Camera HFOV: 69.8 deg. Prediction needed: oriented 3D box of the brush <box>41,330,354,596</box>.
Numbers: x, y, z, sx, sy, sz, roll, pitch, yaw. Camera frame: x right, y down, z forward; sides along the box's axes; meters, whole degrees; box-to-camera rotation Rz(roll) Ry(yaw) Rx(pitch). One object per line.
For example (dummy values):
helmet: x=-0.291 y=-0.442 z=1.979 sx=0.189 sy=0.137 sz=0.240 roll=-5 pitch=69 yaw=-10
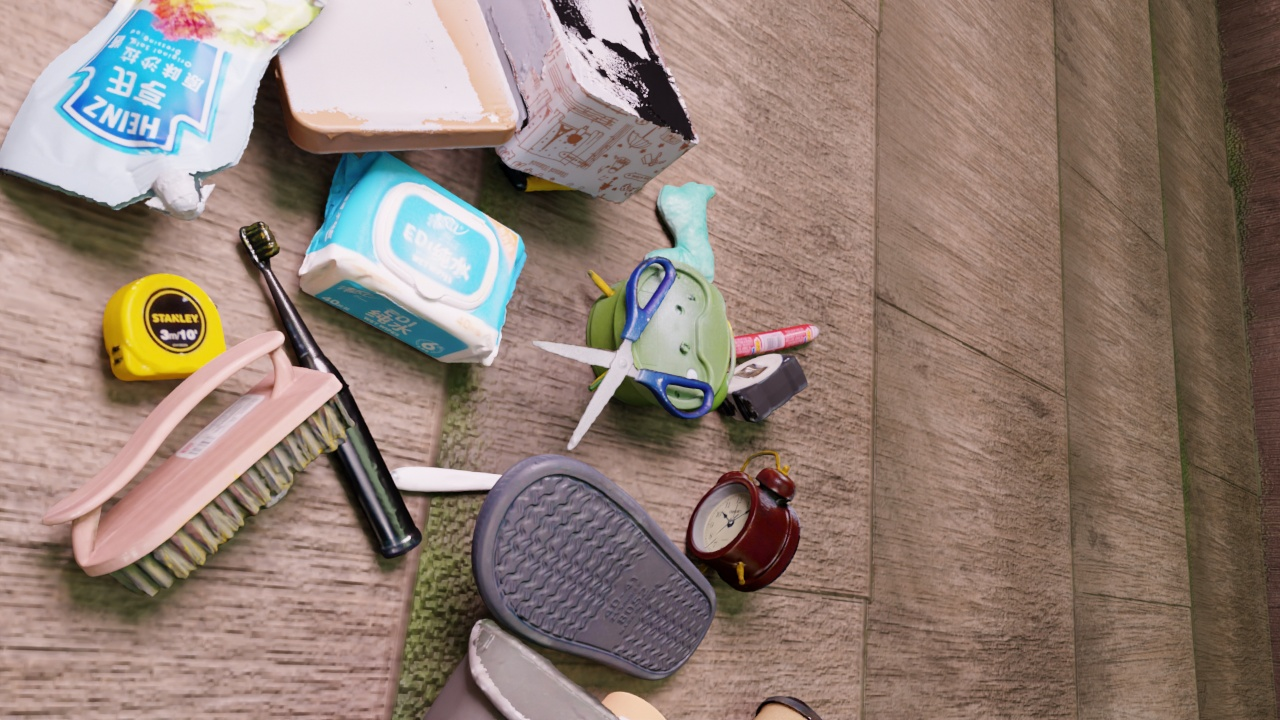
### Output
brush: x=-0.224 y=0.051 z=0.471 sx=0.145 sy=0.063 sz=0.073 roll=-48 pitch=128 yaw=-33

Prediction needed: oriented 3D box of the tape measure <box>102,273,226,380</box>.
tape measure: x=-0.252 y=-0.015 z=0.482 sx=0.060 sy=0.029 sz=0.057 roll=-5 pitch=82 yaw=-62

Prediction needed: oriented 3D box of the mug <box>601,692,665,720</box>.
mug: x=-0.031 y=0.287 z=0.613 sx=0.122 sy=0.078 sz=0.078 roll=-45 pitch=114 yaw=-44

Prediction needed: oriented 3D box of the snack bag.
snack bag: x=-0.236 y=-0.160 z=0.474 sx=0.110 sy=0.039 sz=0.190 roll=22 pitch=69 yaw=-4

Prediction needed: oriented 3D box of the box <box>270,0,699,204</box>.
box: x=-0.100 y=-0.204 z=0.586 sx=0.271 sy=0.107 sz=0.177 roll=-2 pitch=62 yaw=-39

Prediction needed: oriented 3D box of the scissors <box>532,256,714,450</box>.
scissors: x=-0.004 y=-0.001 z=0.652 sx=0.162 sy=0.012 sz=0.175 roll=39 pitch=59 yaw=-33

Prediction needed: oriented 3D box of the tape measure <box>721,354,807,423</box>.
tape measure: x=0.101 y=0.023 z=0.790 sx=0.065 sy=0.066 sz=0.033 roll=-34 pitch=106 yaw=-23

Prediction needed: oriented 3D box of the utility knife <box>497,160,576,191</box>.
utility knife: x=-0.045 y=-0.150 z=0.715 sx=0.154 sy=0.015 sz=0.033 roll=-13 pitch=94 yaw=-45

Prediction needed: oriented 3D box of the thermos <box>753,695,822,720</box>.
thermos: x=0.096 y=0.335 z=0.721 sx=0.143 sy=0.093 sz=0.093 roll=-28 pitch=102 yaw=-34

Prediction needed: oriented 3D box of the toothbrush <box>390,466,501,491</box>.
toothbrush: x=-0.091 y=0.083 z=0.629 sx=0.179 sy=0.016 sz=0.016 roll=9 pitch=71 yaw=-42

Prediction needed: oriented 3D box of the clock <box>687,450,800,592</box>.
clock: x=0.086 y=0.129 z=0.748 sx=0.055 sy=0.082 sz=0.121 roll=37 pitch=61 yaw=-26

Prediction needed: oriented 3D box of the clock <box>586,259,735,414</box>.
clock: x=0.025 y=-0.015 z=0.731 sx=0.161 sy=0.056 sz=0.116 roll=9 pitch=77 yaw=-43

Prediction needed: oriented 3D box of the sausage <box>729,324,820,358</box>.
sausage: x=0.121 y=-0.018 z=0.850 sx=0.155 sy=0.020 sz=0.020 roll=-10 pitch=90 yaw=-44

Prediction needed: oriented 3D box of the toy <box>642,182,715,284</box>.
toy: x=0.037 y=-0.106 z=0.778 sx=0.096 sy=0.030 sz=0.092 roll=-11 pitch=88 yaw=-39

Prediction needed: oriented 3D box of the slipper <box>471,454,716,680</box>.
slipper: x=-0.039 y=0.143 z=0.633 sx=0.110 sy=0.083 sz=0.268 roll=-52 pitch=137 yaw=-10

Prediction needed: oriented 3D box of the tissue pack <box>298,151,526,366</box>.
tissue pack: x=-0.138 y=-0.063 z=0.577 sx=0.140 sy=0.063 sz=0.089 roll=31 pitch=61 yaw=-36

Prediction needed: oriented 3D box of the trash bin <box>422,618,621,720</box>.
trash bin: x=-0.070 y=0.281 z=0.448 sx=0.198 sy=0.199 sz=0.219 roll=38 pitch=79 yaw=-2

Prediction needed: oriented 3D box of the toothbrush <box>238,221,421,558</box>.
toothbrush: x=-0.184 y=0.019 z=0.543 sx=0.213 sy=0.027 sz=0.026 roll=68 pitch=26 yaw=-11
